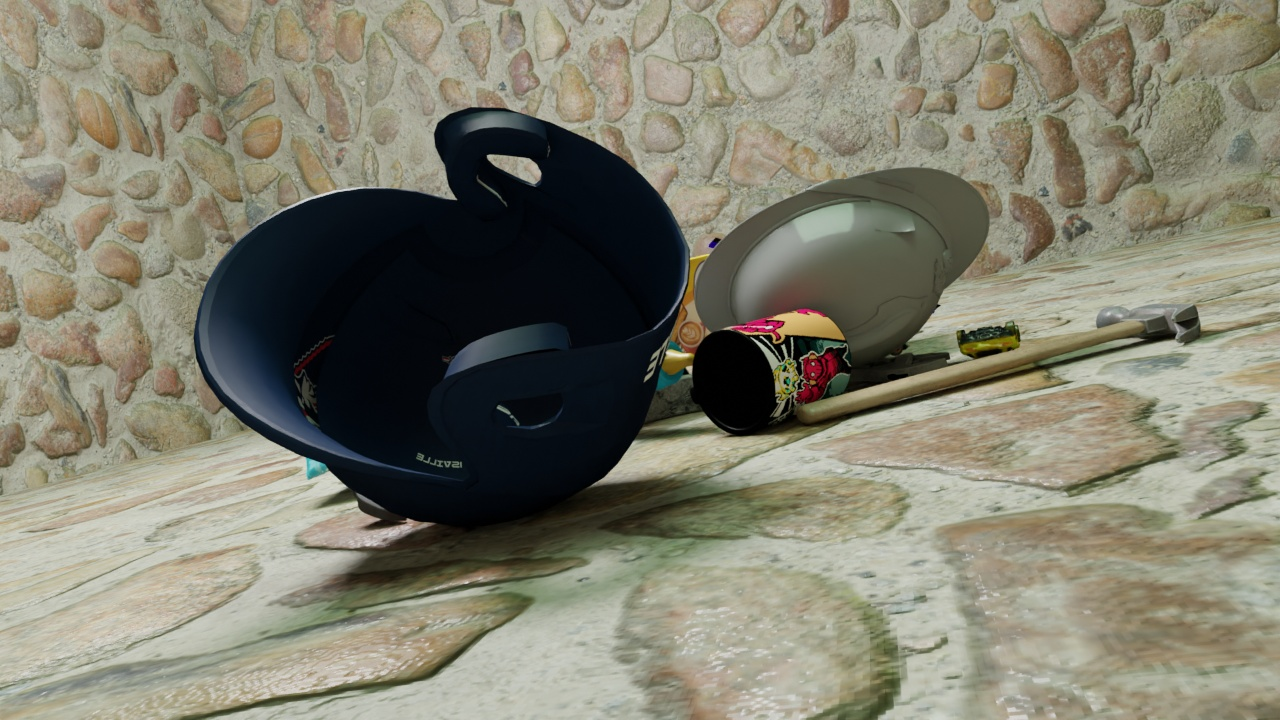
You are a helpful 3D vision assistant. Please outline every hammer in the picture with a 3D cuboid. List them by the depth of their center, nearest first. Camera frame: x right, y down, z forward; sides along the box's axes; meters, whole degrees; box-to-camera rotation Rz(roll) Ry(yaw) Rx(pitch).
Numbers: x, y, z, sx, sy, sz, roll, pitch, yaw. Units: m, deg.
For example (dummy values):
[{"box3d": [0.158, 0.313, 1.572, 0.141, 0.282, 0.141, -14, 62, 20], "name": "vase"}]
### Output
[{"box3d": [0.276, -0.001, 0.709, 0.331, 0.031, 0.119, -12, 3, -11], "name": "hammer"}, {"box3d": [-0.008, 0.053, 0.782, 0.218, 0.037, 0.300, -11, 4, 17], "name": "hammer"}]

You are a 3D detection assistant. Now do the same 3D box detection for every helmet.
[{"box3d": [-0.121, -0.009, 0.559, 0.272, 0.231, 0.224, 8, -43, -20], "name": "helmet"}, {"box3d": [0.184, -0.052, 0.798, 0.271, 0.183, 0.117, -19, 41, 12], "name": "helmet"}]

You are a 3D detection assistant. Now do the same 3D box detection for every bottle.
[{"box3d": [-0.005, 0.005, 0.810, 0.051, 0.051, 0.146, -15, 5, -43], "name": "bottle"}]

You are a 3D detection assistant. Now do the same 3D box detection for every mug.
[{"box3d": [0.092, 0.012, 0.736, 0.098, 0.082, 0.118, -15, -5, -41], "name": "mug"}]

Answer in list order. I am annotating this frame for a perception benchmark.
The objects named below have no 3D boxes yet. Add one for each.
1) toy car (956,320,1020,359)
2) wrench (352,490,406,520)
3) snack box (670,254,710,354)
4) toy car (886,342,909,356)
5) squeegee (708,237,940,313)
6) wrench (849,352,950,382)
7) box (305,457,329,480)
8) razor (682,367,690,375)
[{"box3d": [0.311, -0.016, 0.814, 0.049, 0.030, 0.106, -12, -5, 26], "name": "toy car"}, {"box3d": [-0.201, 0.052, 0.752, 0.073, 0.018, 0.273, -8, 26, -16], "name": "wrench"}, {"box3d": [0.032, -0.048, 0.966, 0.062, 0.110, 0.229, -12, 4, 42], "name": "snack box"}, {"box3d": [0.233, -0.017, 0.994, 0.111, 0.047, 0.047, -13, 0, -17], "name": "toy car"}, {"box3d": [0.143, -0.033, 0.927, 0.249, 0.055, 0.185, 14, -46, -20], "name": "squeegee"}, {"box3d": [0.165, 0.017, 0.884, 0.274, 0.018, 0.083, -9, 8, 37], "name": "wrench"}, {"box3d": [-0.186, 0.073, 0.846, 0.227, 0.098, 0.121, -22, 47, -1], "name": "box"}, {"box3d": [-0.013, 0.023, 1.224, 0.156, 0.057, 0.060, -20, 30, 11], "name": "razor"}]
